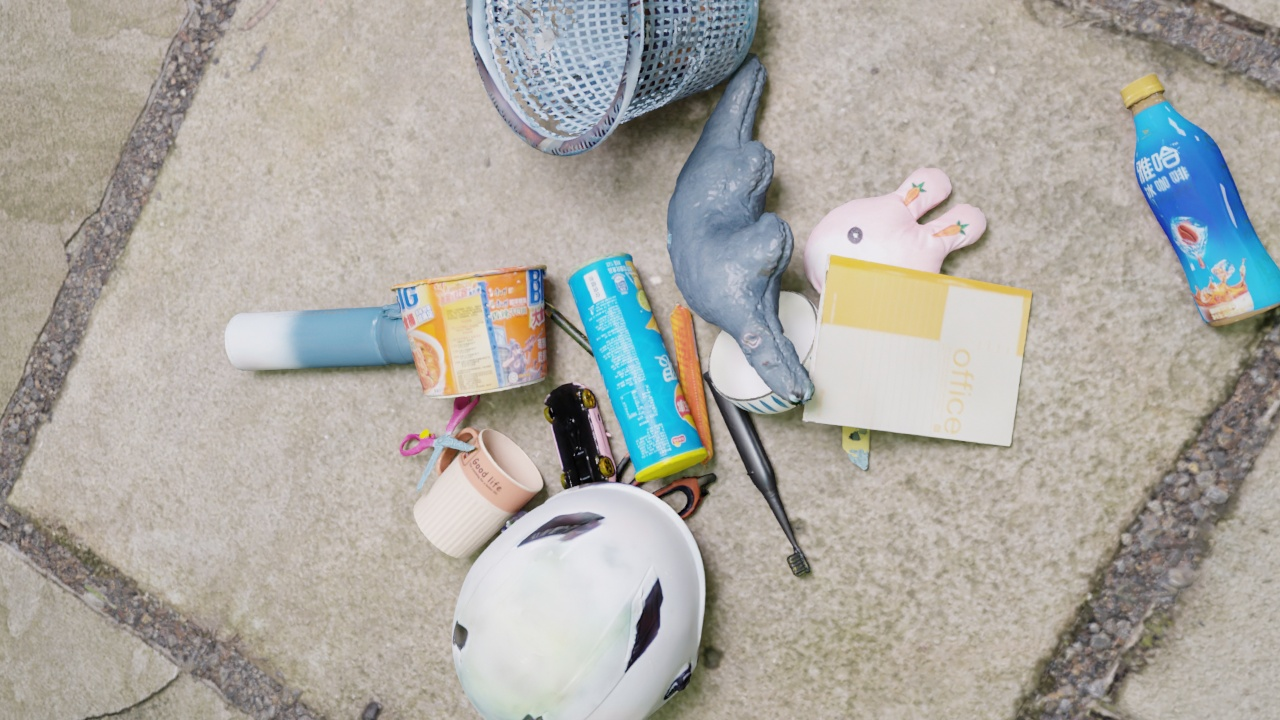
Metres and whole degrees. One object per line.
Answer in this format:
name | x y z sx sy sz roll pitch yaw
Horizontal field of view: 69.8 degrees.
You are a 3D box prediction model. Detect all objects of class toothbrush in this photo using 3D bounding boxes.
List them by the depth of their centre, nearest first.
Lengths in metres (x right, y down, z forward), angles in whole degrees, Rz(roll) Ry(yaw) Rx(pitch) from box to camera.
toothbrush | 0.113 0.105 0.876 0.027 0.026 0.212 -20 83 -27
toothbrush | -0.039 -0.005 0.921 0.186 0.017 0.012 42 66 11

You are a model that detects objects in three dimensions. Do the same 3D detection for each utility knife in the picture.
utility knife | 0.207 0.021 0.864 0.031 0.018 0.162 2 94 16

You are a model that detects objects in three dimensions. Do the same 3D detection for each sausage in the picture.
sausage | 0.050 0.023 0.890 0.021 0.021 0.165 -11 81 13

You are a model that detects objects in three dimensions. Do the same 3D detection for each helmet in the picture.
helmet | -0.071 0.240 0.828 0.229 0.145 0.259 45 109 16

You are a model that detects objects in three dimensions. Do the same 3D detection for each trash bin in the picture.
trash bin | -0.010 -0.307 0.808 0.227 0.194 0.227 23 123 41

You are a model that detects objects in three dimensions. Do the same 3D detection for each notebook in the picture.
notebook | 0.246 -0.006 0.803 0.206 0.010 0.146 8 91 -16

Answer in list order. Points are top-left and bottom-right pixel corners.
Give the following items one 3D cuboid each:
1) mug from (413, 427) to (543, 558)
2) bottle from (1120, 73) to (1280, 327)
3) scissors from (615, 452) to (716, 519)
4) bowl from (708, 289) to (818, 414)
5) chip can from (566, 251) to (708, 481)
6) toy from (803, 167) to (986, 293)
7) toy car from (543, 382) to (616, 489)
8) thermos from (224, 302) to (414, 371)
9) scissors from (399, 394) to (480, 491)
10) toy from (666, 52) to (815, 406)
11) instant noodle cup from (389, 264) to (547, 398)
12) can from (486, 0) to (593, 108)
mug | -0.170 0.124 0.925 0.106 0.081 0.114 -46 53 10
bottle | 0.467 -0.138 0.774 0.065 0.065 0.218 -22 83 12
scissors | -0.019 0.163 0.913 0.194 0.015 0.206 10 92 13
bowl | 0.128 0.001 0.844 0.117 0.066 0.116 -27 44 29
chip can | -0.005 0.005 0.871 0.071 0.071 0.210 -24 75 12
toy | 0.230 -0.107 0.840 0.159 0.054 0.121 -40 72 3
toy car | -0.058 0.081 0.915 0.056 0.037 0.122 -23 73 21
thermos | -0.326 -0.025 0.968 0.221 0.070 0.070 -3 88 14
scissors | -0.198 0.076 0.929 0.134 0.017 0.135 4 52 50
toy | 0.085 -0.112 0.833 0.138 0.091 0.355 -29 56 39
instant noodle cup | -0.158 -0.028 0.891 0.151 0.151 0.111 -7 95 14
can | -0.107 -0.317 0.923 0.058 0.058 0.146 -43 80 9
